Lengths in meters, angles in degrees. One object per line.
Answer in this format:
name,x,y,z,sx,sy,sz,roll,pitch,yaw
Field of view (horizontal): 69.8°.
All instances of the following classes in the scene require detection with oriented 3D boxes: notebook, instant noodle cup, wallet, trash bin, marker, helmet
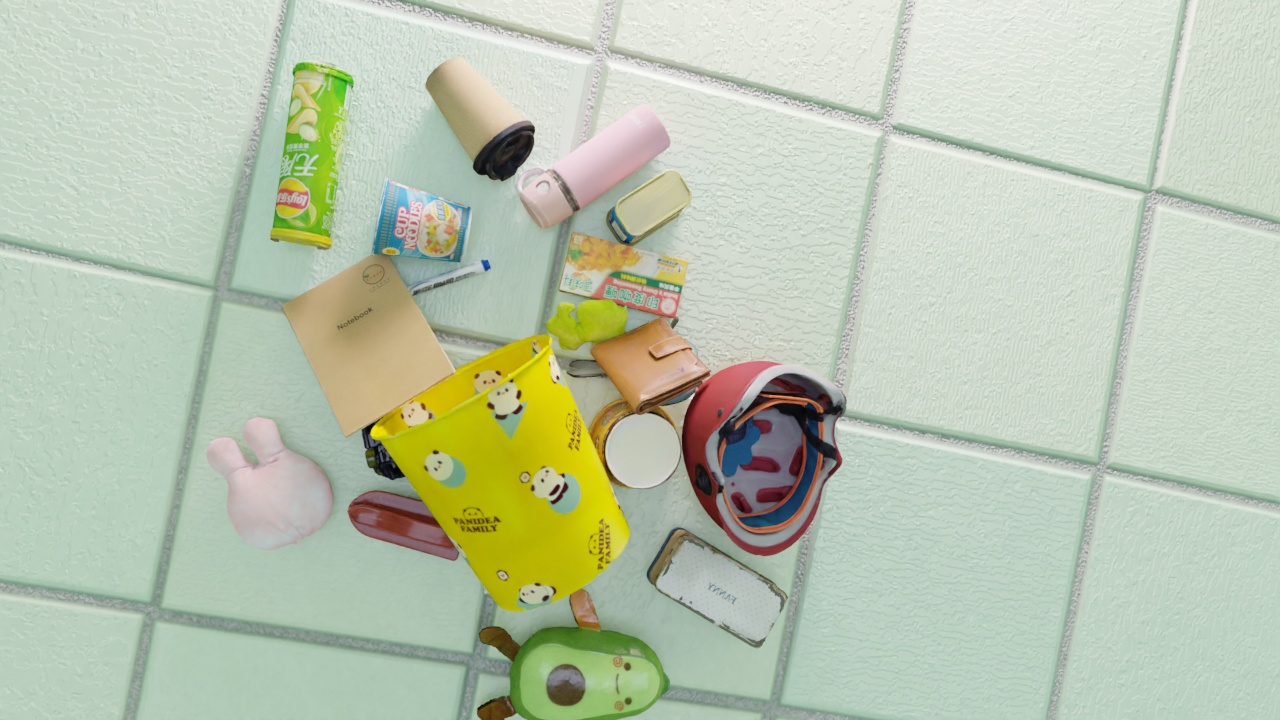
notebook,-0.331,-0.026,1.106,0.147,0.008,0.207,-31,66,-6
instant noodle cup,-0.003,0.108,1.146,0.118,0.114,0.118,0,91,-8
wallet,0.017,0.002,1.135,0.119,0.130,0.035,-28,133,-12
trash bin,-0.148,0.134,1.072,0.229,0.229,0.255,-29,103,-7
instant noodle cup,-0.266,-0.166,1.125,0.110,0.099,0.099,10,89,-15
marker,-0.260,-0.099,1.160,0.145,0.017,0.017,-20,93,-7
helmet,0.138,0.108,1.150,0.206,0.144,0.240,-7,110,-31

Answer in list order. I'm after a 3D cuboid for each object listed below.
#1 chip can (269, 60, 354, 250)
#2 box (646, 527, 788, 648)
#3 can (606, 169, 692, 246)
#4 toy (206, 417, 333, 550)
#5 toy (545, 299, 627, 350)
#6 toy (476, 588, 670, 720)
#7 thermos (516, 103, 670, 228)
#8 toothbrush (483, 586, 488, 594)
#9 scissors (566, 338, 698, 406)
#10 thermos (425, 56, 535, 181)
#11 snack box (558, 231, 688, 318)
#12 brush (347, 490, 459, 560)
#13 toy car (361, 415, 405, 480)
chip can,-0.397,-0.249,1.113,0.072,0.072,0.221,8,89,-8
box,0.094,0.291,1.189,0.184,0.061,0.089,34,85,-5
can,0.011,-0.194,1.162,0.102,0.083,0.057,-34,95,-6
toy,-0.450,0.150,1.116,0.121,0.054,0.159,-29,95,-14
toy,-0.064,-0.047,1.169,0.100,0.031,0.097,-30,127,10
toy,-0.083,0.397,1.150,0.246,0.090,0.227,0,97,-5
thermos,-0.065,-0.250,1.166,0.198,0.067,0.087,-36,63,-5
toothbrush,-0.116,0.263,1.182,0.180,0.016,0.016,-18,87,-7
scissors,-0.010,0.001,1.180,0.180,0.019,0.143,8,51,15
thermos,-0.199,-0.300,1.136,0.093,0.093,0.143,-39,86,-6
snack box,-0.022,-0.109,1.186,0.155,0.027,0.077,13,90,-7
brush,-0.288,0.199,1.130,0.146,0.069,0.063,17,87,-7
toy car,-0.314,0.069,1.140,0.070,0.042,0.158,-12,91,-8
